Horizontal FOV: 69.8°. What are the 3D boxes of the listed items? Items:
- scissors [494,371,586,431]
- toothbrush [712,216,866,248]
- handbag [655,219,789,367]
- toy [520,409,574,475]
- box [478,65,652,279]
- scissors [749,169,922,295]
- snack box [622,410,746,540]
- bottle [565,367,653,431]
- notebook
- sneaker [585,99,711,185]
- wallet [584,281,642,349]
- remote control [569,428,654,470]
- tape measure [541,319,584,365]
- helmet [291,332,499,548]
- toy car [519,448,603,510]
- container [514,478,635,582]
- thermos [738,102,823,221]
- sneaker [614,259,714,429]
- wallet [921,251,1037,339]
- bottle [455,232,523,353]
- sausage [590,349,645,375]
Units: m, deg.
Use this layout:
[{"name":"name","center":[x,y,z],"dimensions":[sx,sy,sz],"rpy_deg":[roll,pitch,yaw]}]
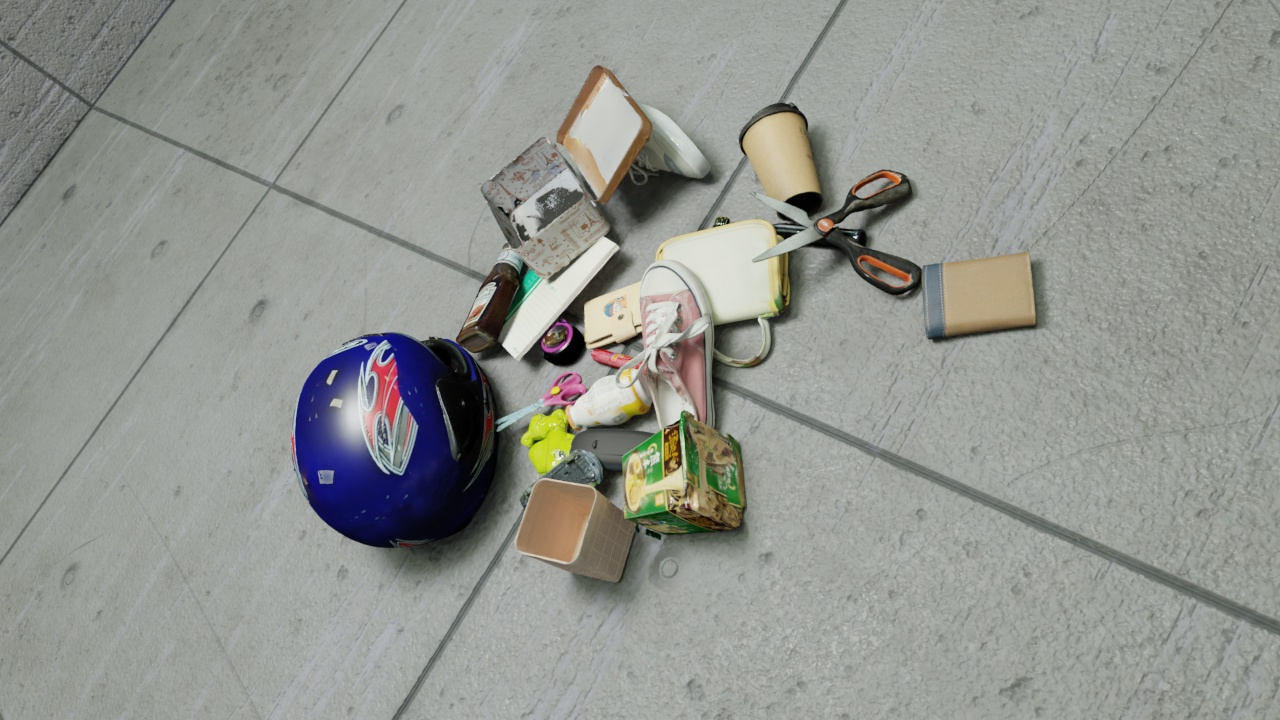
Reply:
[{"name":"scissors","center":[-0.131,0.063,1.209],"dimensions":[0.137,0.017,0.073],"rpy_deg":[-32,39,-11]},{"name":"toothbrush","center":[0.183,-0.164,1.165],"dimensions":[0.213,0.026,0.027],"rpy_deg":[13,84,36]},{"name":"handbag","center":[0.106,-0.074,1.149],"dimensions":[0.164,0.063,0.178],"rpy_deg":[-9,75,27]},{"name":"toy","center":[-0.115,0.110,1.187],"dimensions":[0.097,0.031,0.100],"rpy_deg":[-12,54,23]},{"name":"box","center":[-0.094,-0.265,1.283],"dimensions":[0.260,0.110,0.179],"rpy_deg":[-38,49,8]},{"name":"scissors","center":[0.240,-0.159,1.085],"dimensions":[0.234,0.022,0.220],"rpy_deg":[40,70,20]},{"name":"snack box","center":[0.042,0.137,1.034],"dimensions":[0.106,0.118,0.117],"rpy_deg":[-22,55,31]},{"name":"bottle","center":[-0.040,0.052,1.153],"dimensions":[0.108,0.063,0.063],"rpy_deg":[-25,54,16]},{"name":"notebook","center":[-0.132,-0.104,1.305],"dimensions":[0.209,0.012,0.150],"rpy_deg":[-50,35,-2]},{"name":"sneaker","center":[-0.001,-0.310,1.316],"dimensions":[0.091,0.089,0.242],"rpy_deg":[-48,50,2]},{"name":"wallet","center":[-0.024,-0.063,1.230],"dimensions":[0.115,0.024,0.087],"rpy_deg":[-18,52,20]},{"name":"remote control","center":[-0.026,0.108,1.124],"dimensions":[0.136,0.024,0.053],"rpy_deg":[2,66,19]},{"name":"tape measure","center":[-0.107,-0.024,1.250],"dimensions":[0.058,0.039,0.057],"rpy_deg":[-14,58,24]},{"name":"helmet","center":[-0.326,0.081,1.196],"dimensions":[0.248,0.240,0.314],"rpy_deg":[-19,55,19]},{"name":"toy car","center":[-0.096,0.156,1.129],"dimensions":[0.121,0.036,0.054],"rpy_deg":[-40,85,22]},{"name":"container","center":[-0.070,0.200,1.058],"dimensions":[0.090,0.111,0.090],"rpy_deg":[4,67,32]},{"name":"thermos","center":[0.185,-0.254,1.179],"dimensions":[0.093,0.093,0.143],"rpy_deg":[-24,62,18]},{"name":"sneaker","center":[0.035,-0.013,1.094],"dimensions":[0.118,0.087,0.240],"rpy_deg":[-12,75,25]},{"name":"wallet","center":[0.367,-0.071,1.001],"dimensions":[0.115,0.033,0.090],"rpy_deg":[-8,63,26]},{"name":"bottle","center":[-0.207,-0.104,1.337],"dimensions":[0.080,0.044,0.194],"rpy_deg":[-21,42,46]},{"name":"sausage","center":[-0.007,0.007,1.188],"dimensions":[0.156,0.020,0.020],"rpy_deg":[17,73,36]}]
